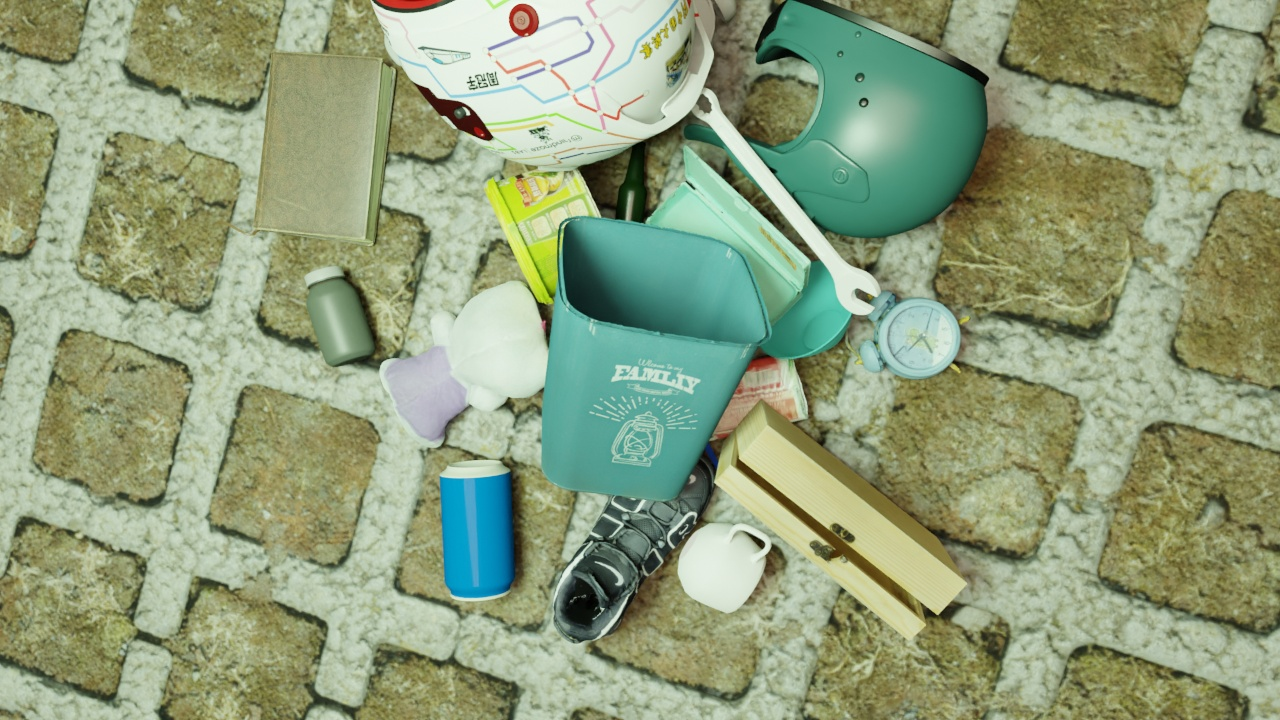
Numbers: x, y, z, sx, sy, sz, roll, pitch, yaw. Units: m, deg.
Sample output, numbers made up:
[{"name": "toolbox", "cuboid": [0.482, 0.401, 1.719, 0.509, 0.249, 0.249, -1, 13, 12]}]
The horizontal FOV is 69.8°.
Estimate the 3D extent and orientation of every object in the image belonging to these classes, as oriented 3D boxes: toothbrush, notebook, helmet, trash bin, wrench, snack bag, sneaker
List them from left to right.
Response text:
[{"name": "notebook", "cuboid": [-0.390, -0.247, 1.070, 0.190, 0.034, 0.215, 7, 93, 8]}, {"name": "helmet", "cuboid": [-0.091, -0.301, 0.878, 0.315, 0.236, 0.230, 10, 55, 36]}, {"name": "sneaker", "cuboid": [-0.017, 0.200, 0.972, 0.097, 0.150, 0.252, 36, 96, 6]}, {"name": "trash bin", "cuboid": [-0.005, 0.005, 0.909, 0.196, 0.198, 0.219, 9, 125, -11]}, {"name": "toothbrush", "cuboid": [0.055, 0.059, 1.030, 0.016, 0.011, 0.186, -28, 91, 8]}, {"name": "snack bag", "cuboid": [0.119, 0.039, 1.004, 0.116, 0.036, 0.077, -14, 91, 8]}, {"name": "wrench", "cuboid": [0.139, -0.153, 0.887, 0.273, 0.047, 0.009, 50, 56, -4]}, {"name": "helmet", "cuboid": [0.195, -0.230, 0.916, 0.275, 0.176, 0.200, 30, 109, 15]}]

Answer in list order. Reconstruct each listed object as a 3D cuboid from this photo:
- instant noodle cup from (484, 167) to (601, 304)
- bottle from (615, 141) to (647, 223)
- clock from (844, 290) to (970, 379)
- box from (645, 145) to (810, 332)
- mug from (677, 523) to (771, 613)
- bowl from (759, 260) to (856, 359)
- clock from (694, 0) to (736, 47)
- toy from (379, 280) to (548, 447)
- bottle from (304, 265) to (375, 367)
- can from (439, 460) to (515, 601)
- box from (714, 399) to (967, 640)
[{"name": "instant noodle cup", "cuboid": [-0.094, -0.143, 0.981, 0.098, 0.146, 0.146, -26, 88, -3]}, {"name": "bottle", "cuboid": [-0.009, -0.181, 1.018, 0.033, 0.033, 0.123, 8, 93, 8]}, {"name": "clock", "cuboid": [0.280, -0.026, 0.971, 0.124, 0.051, 0.089, 10, 94, 11]}, {"name": "box", "cuboid": [0.088, -0.123, 0.961, 0.078, 0.113, 0.187, -39, 73, -13]}, {"name": "mug", "cuboid": [0.091, 0.210, 0.978, 0.076, 0.090, 0.124, 34, 132, -2]}, {"name": "bowl", "cuboid": [0.184, -0.043, 0.974, 0.121, 0.121, 0.046, -45, 129, 7]}, {"name": "clock", "cuboid": [0.037, -0.376, 0.990, 0.120, 0.061, 0.159, 24, 96, 7]}, {"name": "toy", "cuboid": [-0.195, 0.003, 1.028, 0.209, 0.085, 0.137, -30, 86, 13]}, {"name": "bottle", "cuboid": [-0.349, -0.051, 1.058, 0.060, 0.060, 0.108, -19, 89, 8]}, {"name": "can", "cuboid": [-0.183, 0.189, 1.032, 0.079, 0.079, 0.146, -2, 92, 8]}, {"name": "box", "cuboid": [0.195, 0.156, 0.934, 0.249, 0.128, 0.092, 39, 97, -3]}]
